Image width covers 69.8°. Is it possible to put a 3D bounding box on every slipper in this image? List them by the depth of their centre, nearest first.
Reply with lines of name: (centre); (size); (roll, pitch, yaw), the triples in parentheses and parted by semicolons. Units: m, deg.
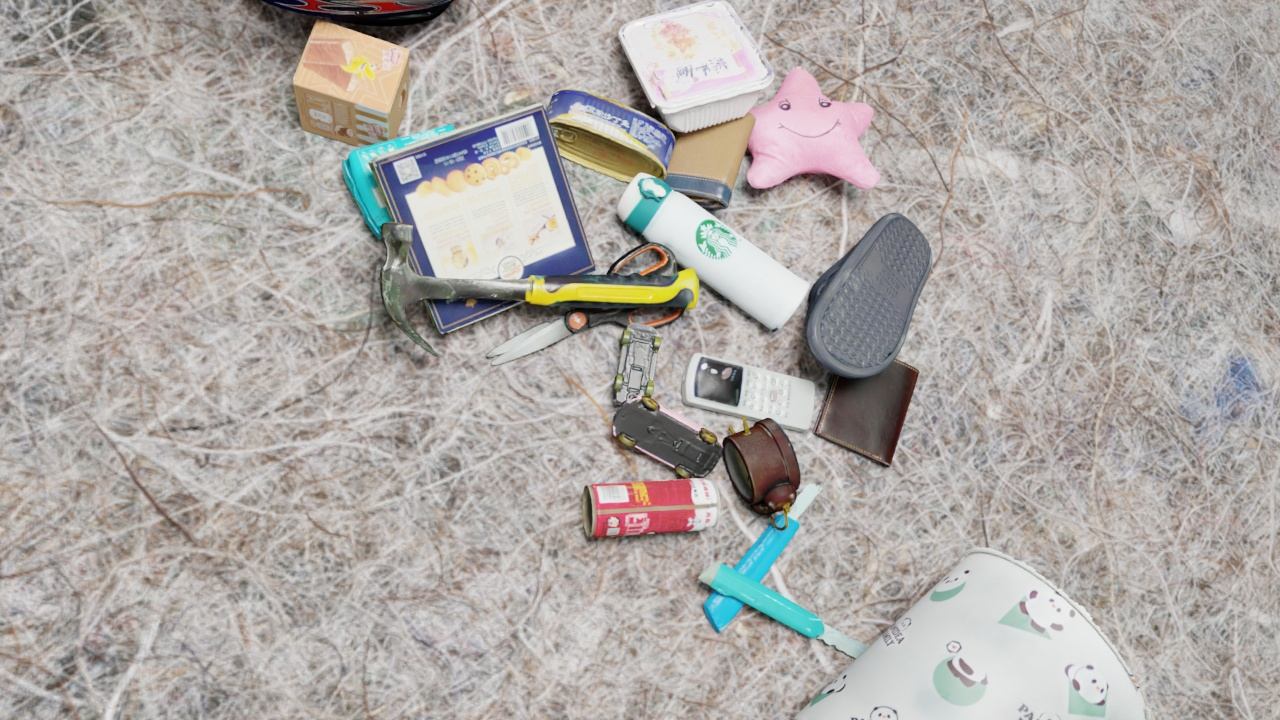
slipper: (0.250, -0.066, 1.042); (0.110, 0.084, 0.267); (46, 52, -8)

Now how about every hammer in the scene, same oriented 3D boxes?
hammer: (-0.094, -0.068, 0.919); (0.322, 0.032, 0.126); (0, 103, -21)

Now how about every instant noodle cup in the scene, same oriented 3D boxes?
instant noodle cup: (0.061, -0.324, 1.028); (0.138, 0.060, 0.173); (-17, 54, -5)

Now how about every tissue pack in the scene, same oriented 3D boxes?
tissue pack: (-0.231, -0.186, 0.954); (0.133, 0.050, 0.093); (-21, 82, -19)

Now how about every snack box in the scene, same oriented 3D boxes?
snack box: (-0.154, -0.144, 0.926); (0.177, 0.046, 0.182); (-24, 111, -19)
snack box: (-0.292, -0.277, 0.939); (0.094, 0.093, 0.077); (16, 72, -10)

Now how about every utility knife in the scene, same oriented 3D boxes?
utility knife: (0.155, 0.263, 0.947); (0.223, 0.013, 0.029); (31, 70, -13)
utility knife: (0.132, 0.200, 0.965); (0.034, 0.018, 0.193); (47, 69, -10)

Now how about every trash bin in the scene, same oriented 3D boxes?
trash bin: (0.296, 0.343, 0.871); (0.251, 0.230, 0.229); (-32, 85, -14)

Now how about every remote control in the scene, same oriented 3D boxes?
remote control: (0.119, 0.035, 1.003); (0.150, 0.021, 0.058); (13, 73, -12)

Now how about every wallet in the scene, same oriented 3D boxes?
wallet: (0.073, -0.229, 1.034); (0.090, 0.033, 0.115); (13, 77, 26)
wallet: (0.257, 0.047, 1.038); (0.096, 0.020, 0.122); (23, 72, -2)

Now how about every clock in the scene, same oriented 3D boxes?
clock: (0.129, 0.117, 0.952); (0.055, 0.082, 0.122); (-18, 80, -14)

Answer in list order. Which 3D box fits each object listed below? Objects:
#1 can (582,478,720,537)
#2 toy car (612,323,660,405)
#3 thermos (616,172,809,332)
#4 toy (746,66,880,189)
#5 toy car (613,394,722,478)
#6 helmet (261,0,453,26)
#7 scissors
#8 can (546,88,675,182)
can: (0.011, 0.148, 0.928); (0.132, 0.053, 0.053); (-1, 76, -15)
toy car: (-0.006, 0.006, 0.970); (0.042, 0.035, 0.090); (13, 77, -13)
thermos: (0.076, -0.123, 1.006); (0.224, 0.073, 0.073); (35, 70, -4)
toy: (0.181, -0.273, 1.072); (0.194, 0.075, 0.178); (1, 64, -3)
toy car: (0.028, 0.078, 0.953); (0.122, 0.037, 0.056); (30, 100, -12)
helmet: (-0.298, -0.453, 0.901); (0.314, 0.241, 0.247); (-19, 110, -25)
scissors: (-0.049, -0.035, 0.974); (0.235, 0.022, 0.143); (-46, 113, -5)
can: (-0.036, -0.245, 1.008); (0.148, 0.075, 0.049); (20, 69, -9)
